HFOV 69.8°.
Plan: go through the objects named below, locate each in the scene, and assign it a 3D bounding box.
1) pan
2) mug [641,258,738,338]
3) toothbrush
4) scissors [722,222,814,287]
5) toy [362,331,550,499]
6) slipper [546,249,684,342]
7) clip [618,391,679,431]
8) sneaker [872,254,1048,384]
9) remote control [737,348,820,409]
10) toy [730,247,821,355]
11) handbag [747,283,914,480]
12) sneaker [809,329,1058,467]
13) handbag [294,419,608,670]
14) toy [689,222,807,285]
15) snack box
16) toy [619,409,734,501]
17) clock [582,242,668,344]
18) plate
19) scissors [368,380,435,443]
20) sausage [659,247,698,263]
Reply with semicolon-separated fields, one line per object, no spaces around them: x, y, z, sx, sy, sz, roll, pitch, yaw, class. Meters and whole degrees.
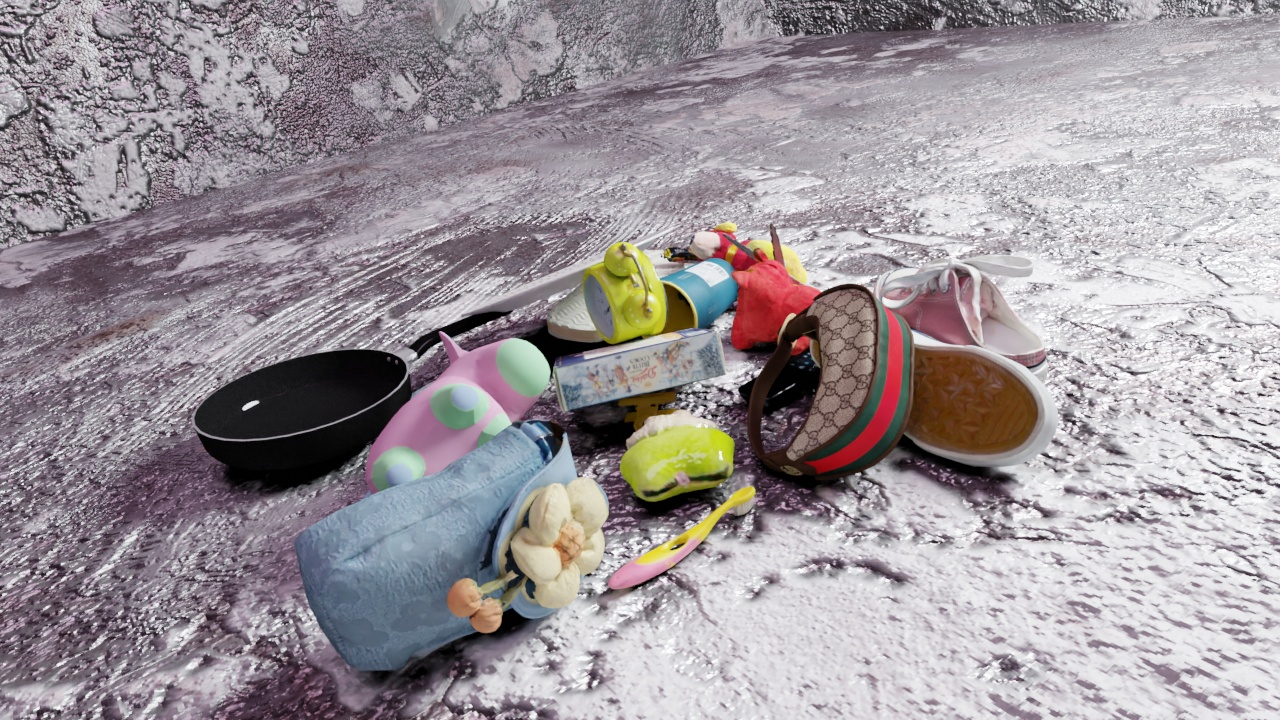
-0.272;0.017;0.944;0.354;0.044;0.204;-27;30;-38;pan
0.056;-0.067;0.989;0.078;0.078;0.121;6;25;33;mug
0.032;0.126;0.645;0.135;0.016;0.021;-28;31;-29;toothbrush
0.159;-0.082;0.948;0.175;0.142;0.014;29;65;10;scissors
-0.159;0.063;0.761;0.221;0.120;0.171;-47;15;-17;toy
-0.022;-0.072;1.054;0.115;0.054;0.271;3;23;20;slipper
0.007;0.047;0.813;0.054;0.045;0.048;-4;0;12;clip
0.283;-0.053;0.838;0.118;0.088;0.241;-15;25;-9;sneaker
0.156;0.008;0.844;0.151;0.020;0.041;-25;27;-31;remote control
0.153;-0.059;0.903;0.133;0.094;0.087;1;27;21;toy
0.142;0.013;0.725;0.139;0.063;0.166;-20;47;41;handbag
0.236;0.021;0.737;0.079;0.087;0.235;15;12;-34;sneaker
-0.110;0.125;0.584;0.191;0.122;0.118;-24;38;-26;handbag
0.127;-0.113;1.049;0.137;0.105;0.067;20;76;25;toy
-0.005;0.005;0.840;0.145;0.042;0.144;-13;4;-3;snack box
0.027;0.071;0.732;0.092;0.043;0.117;-14;21;-2;toy
-0.011;-0.062;0.844;0.057;0.083;0.119;-19;-10;-21;clock
-0.075;-0.089;0.977;0.242;0.016;0.242;-22;8;3;plate
-0.257;0.039;0.960;0.169;0.014;0.170;9;31;37;scissors
0.090;-0.125;1.110;0.155;0.020;0.020;0;17;-29;sausage
